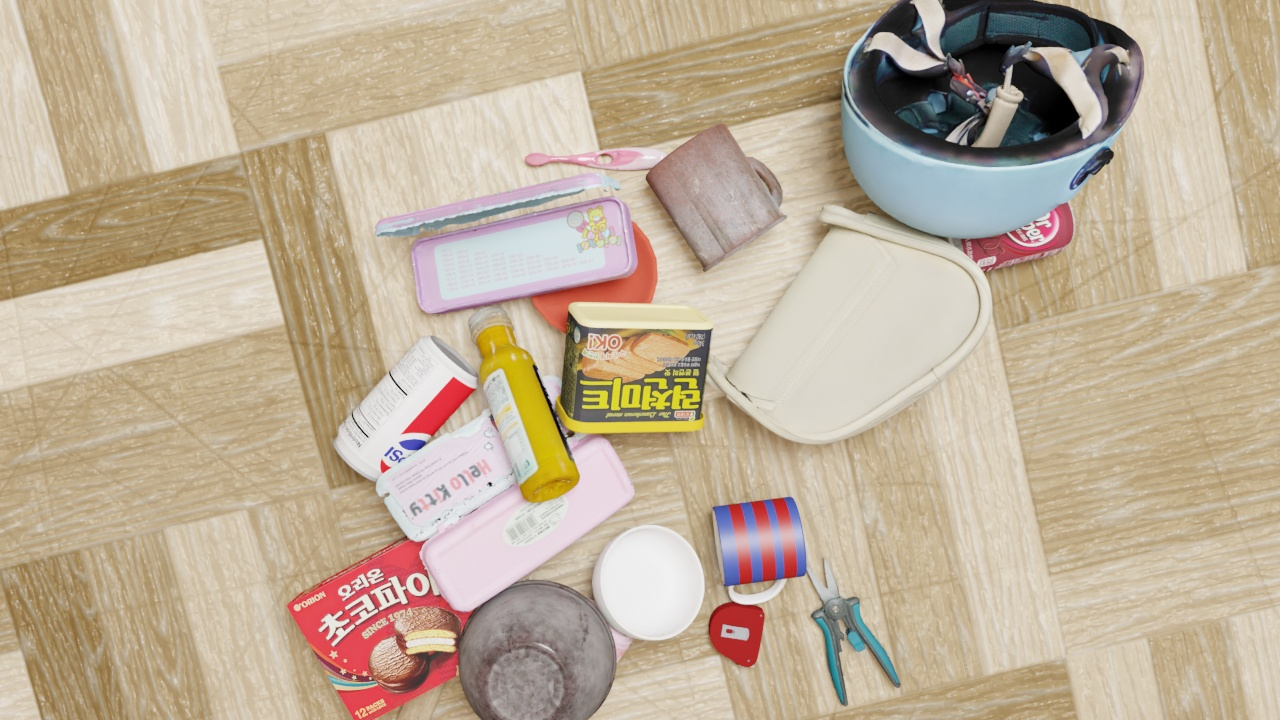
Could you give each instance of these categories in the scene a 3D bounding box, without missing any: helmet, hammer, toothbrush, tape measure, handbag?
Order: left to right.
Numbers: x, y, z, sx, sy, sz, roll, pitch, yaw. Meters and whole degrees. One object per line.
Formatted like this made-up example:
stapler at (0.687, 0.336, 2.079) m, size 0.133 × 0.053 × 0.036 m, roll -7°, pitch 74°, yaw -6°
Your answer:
hammer at (-0.187, 0.269, 0.896) m, size 0.119 × 0.030 × 0.331 m, roll 23°, pitch 96°, yaw -1°
toothbrush at (-0.042, -0.191, 0.869) m, size 0.135 × 0.016 × 0.021 m, roll -1°, pitch 94°, yaw -3°
tape measure at (0.092, 0.268, 0.897) m, size 0.051 × 0.019 × 0.059 m, roll 9°, pitch 94°, yaw -1°
handbag at (0.193, -0.023, 0.845) m, size 0.184 × 0.131 × 0.229 m, roll 40°, pitch 102°, yaw 15°
helmet at (0.280, -0.195, 0.772) m, size 0.225 × 0.167 × 0.264 m, roll 32°, pitch 54°, yaw 26°

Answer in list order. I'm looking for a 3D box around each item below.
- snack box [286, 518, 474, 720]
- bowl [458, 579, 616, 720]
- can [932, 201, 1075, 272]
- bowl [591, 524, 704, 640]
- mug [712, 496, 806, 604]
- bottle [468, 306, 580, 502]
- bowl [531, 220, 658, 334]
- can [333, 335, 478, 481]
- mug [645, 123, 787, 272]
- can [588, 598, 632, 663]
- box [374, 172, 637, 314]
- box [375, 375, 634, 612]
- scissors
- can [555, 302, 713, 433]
snack box at (-0.227, 0.246, 0.862) m, size 0.152 × 0.036 × 0.132 m, roll -28°, pitch 94°, yaw 4°
bowl at (-0.096, 0.273, 0.805) m, size 0.145 × 0.067 × 0.145 m, roll 0°, pitch 93°, yaw 2°
can at (0.335, -0.118, 0.852) m, size 0.114 × 0.063 × 0.063 m, roll -14°, pitch 94°, yaw 0°
bowl at (0.003, 0.210, 0.865) m, size 0.104 × 0.054 × 0.104 m, roll 7°, pitch 70°, yaw -20°
mug at (0.113, 0.186, 0.872) m, size 0.076 × 0.074 × 0.112 m, roll -7°, pitch 118°, yaw 0°
bottle at (-0.110, 0.035, 0.828) m, size 0.053 × 0.053 × 0.186 m, roll -25°, pitch 64°, yaw 1°
bowl at (-0.045, -0.082, 0.865) m, size 0.122 × 0.035 × 0.122 m, roll 0°, pitch 94°, yaw -1°
can at (-0.217, 0.045, 0.854) m, size 0.070 × 0.070 × 0.132 m, roll 43°, pitch 92°, yaw -3°
mug at (0.079, -0.156, 0.843) m, size 0.122 × 0.096 × 0.110 m, roll -36°, pitch 98°, yaw -35°
can at (-0.054, 0.275, 0.872) m, size 0.067 × 0.067 × 0.076 m, roll 34°, pitch 93°, yaw -3°
box at (-0.118, -0.102, 0.801) m, size 0.214 × 0.092 × 0.089 m, roll -10°, pitch 87°, yaw 15°
box at (-0.118, 0.116, 0.836) m, size 0.201 × 0.059 × 0.155 m, roll -32°, pitch 90°, yaw -19°
scissors at (0.203, 0.272, 0.899) m, size 0.150 × 0.019 × 0.121 m, roll 31°, pitch 96°, yaw 3°
can at (-0.005, 0.005, 0.827) m, size 0.130 × 0.072 × 0.101 m, roll 0°, pitch 109°, yaw -18°
